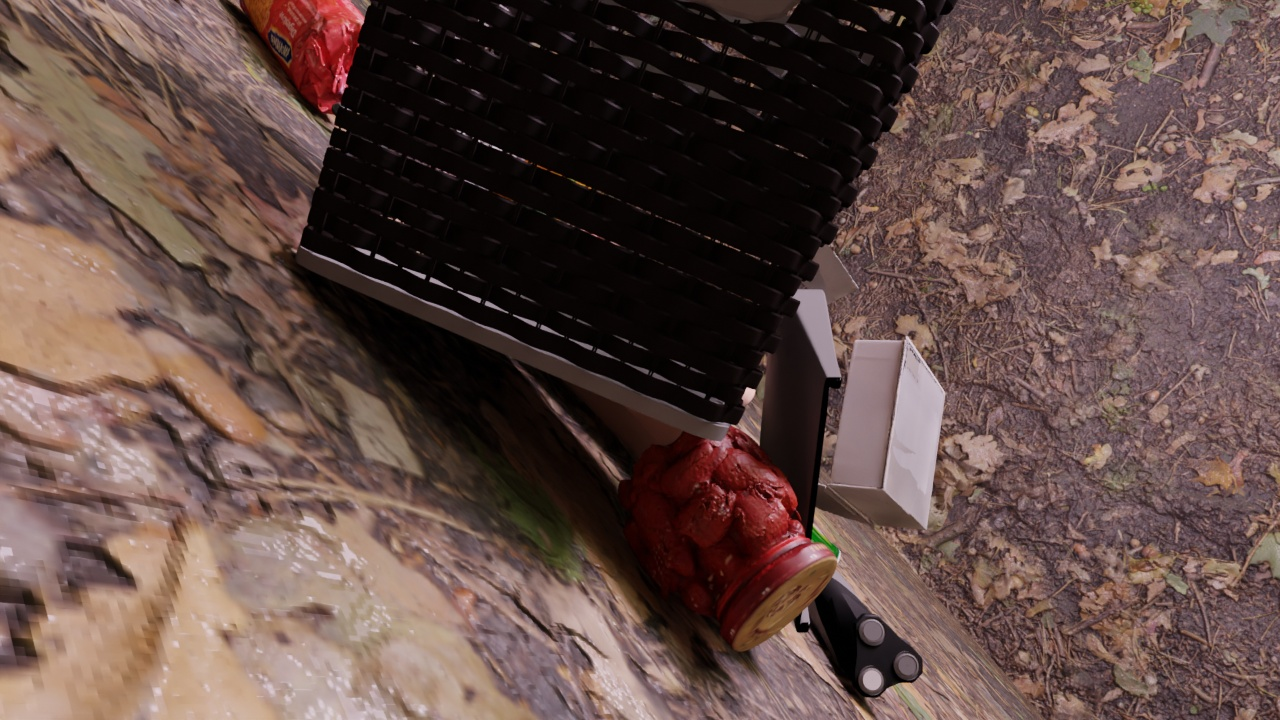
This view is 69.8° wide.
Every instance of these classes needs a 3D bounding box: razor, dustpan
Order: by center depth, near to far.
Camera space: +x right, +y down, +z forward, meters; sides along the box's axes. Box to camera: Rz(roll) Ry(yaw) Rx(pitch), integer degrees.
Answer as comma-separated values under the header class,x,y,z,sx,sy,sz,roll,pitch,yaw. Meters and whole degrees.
class,x,y,z,sx,sy,sz,roll,pitch,yaw
dustpan,0.102,0.028,0.607,0.257,0.033,0.163,-95,-175,-64
razor,0.166,0.210,0.751,0.156,0.057,0.060,-139,-149,-71

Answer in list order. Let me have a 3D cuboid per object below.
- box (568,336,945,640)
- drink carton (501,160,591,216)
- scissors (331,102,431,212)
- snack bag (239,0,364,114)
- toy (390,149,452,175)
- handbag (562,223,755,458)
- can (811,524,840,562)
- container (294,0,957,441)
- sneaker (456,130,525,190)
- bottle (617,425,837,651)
class,x,y,z,sx,sy,sz,roll,pitch,yaw
box,0.147,0.165,1.004,0.167,0.447,0.164,38,21,-51
drink carton,-0.103,-0.150,0.874,0.041,0.122,0.058,50,7,20
scissors,-0.196,-0.150,0.731,0.118,0.019,0.148,50,1,-4
snack bag,-0.265,-0.271,0.744,0.176,0.082,0.082,50,7,31
toy,-0.191,-0.182,0.782,0.099,0.052,0.096,42,-8,-4
handbag,0.015,-0.044,0.712,0.199,0.117,0.186,46,45,-5
can,0.084,0.122,0.677,0.121,0.067,0.067,47,7,1
container,-0.007,-0.125,0.497,0.247,0.244,0.245,23,6,2
sneaker,-0.157,-0.221,0.945,0.089,0.124,0.239,46,7,-3
bottle,0.044,0.091,0.492,0.111,0.099,0.099,47,6,29
